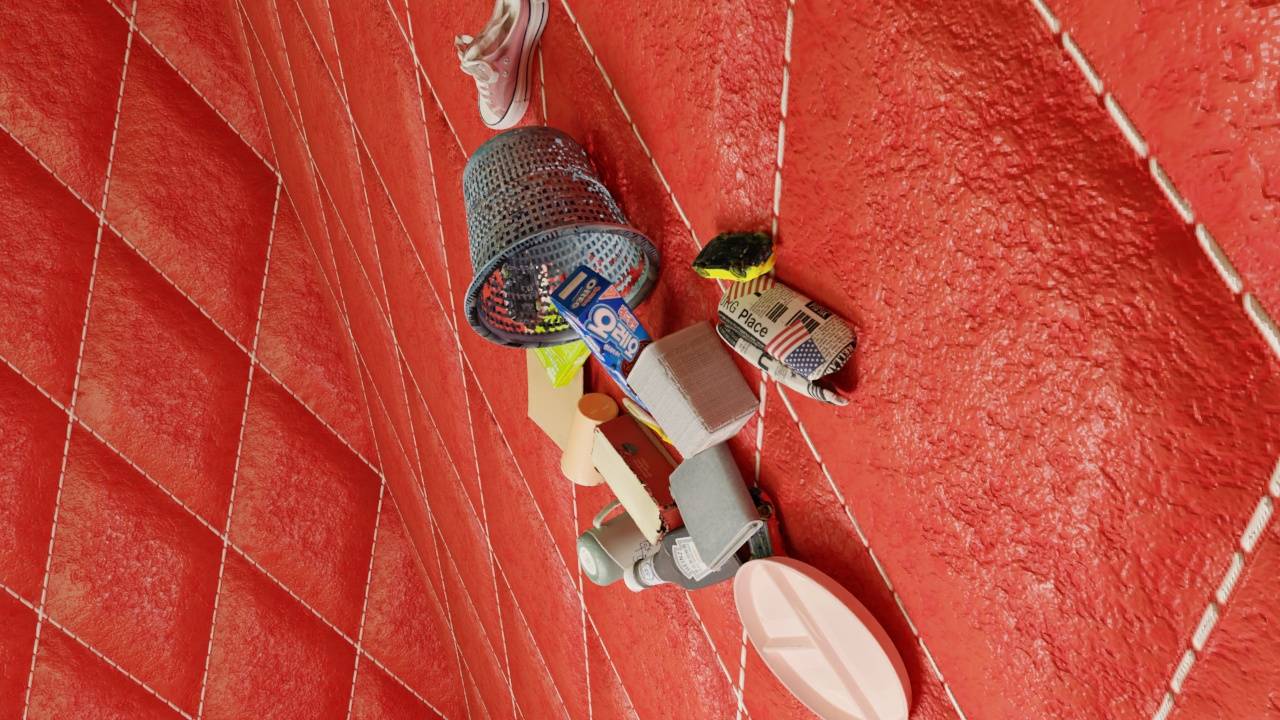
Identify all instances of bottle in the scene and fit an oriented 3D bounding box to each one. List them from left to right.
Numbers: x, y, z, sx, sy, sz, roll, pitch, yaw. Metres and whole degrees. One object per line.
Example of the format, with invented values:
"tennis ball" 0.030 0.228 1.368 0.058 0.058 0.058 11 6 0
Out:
"bottle" 0.053 0.245 1.130 0.195 0.043 0.080 -31 83 42

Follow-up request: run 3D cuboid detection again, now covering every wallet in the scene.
"wallet" 0.084 0.160 1.044 0.107 0.037 0.129 -55 42 34

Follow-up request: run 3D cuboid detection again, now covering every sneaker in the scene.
"sneaker" -0.184 -0.378 1.146 0.118 0.087 0.242 61 151 15

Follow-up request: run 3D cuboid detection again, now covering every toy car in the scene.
"toy car" -0.173 -0.104 1.306 0.031 0.048 0.106 34 137 53
"toy car" 0.092 -0.098 0.888 0.032 0.048 0.105 44 164 -28
"toy car" 0.138 0.191 1.021 0.049 0.031 0.106 -12 94 62

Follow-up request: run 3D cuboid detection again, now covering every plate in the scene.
"plate" 0.191 0.301 0.970 0.229 0.028 0.230 38 145 32

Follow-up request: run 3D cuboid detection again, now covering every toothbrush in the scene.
"toothbrush" 0.027 0.095 1.172 0.191 0.018 0.016 38 139 45

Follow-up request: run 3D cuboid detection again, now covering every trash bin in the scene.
"trash bin" -0.112 -0.155 1.070 0.227 0.226 0.195 114 142 -55

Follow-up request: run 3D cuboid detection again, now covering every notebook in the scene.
"notebook" -0.130 0.049 1.383 0.149 0.012 0.212 42 144 36

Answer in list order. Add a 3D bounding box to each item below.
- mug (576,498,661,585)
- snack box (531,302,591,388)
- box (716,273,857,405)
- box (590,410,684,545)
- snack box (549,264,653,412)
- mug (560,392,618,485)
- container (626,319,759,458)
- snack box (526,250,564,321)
"mug" -0.032 0.251 1.295 0.082 0.106 0.112 21 127 57
"snack box" -0.097 -0.041 1.250 0.085 0.026 0.157 58 136 22
"box" 0.139 -0.024 0.858 0.162 0.075 0.087 42 113 47
"box" -0.004 0.156 1.207 0.168 0.078 0.091 50 147 34
"snack box" -0.025 -0.019 1.038 0.057 0.058 0.207 37 169 41
"mug" -0.069 0.108 1.303 0.078 0.078 0.123 48 142 35
"container" 0.059 0.034 0.995 0.114 0.090 0.090 56 151 17
"snack box" -0.133 -0.102 1.317 0.075 0.025 0.153 16 123 57
